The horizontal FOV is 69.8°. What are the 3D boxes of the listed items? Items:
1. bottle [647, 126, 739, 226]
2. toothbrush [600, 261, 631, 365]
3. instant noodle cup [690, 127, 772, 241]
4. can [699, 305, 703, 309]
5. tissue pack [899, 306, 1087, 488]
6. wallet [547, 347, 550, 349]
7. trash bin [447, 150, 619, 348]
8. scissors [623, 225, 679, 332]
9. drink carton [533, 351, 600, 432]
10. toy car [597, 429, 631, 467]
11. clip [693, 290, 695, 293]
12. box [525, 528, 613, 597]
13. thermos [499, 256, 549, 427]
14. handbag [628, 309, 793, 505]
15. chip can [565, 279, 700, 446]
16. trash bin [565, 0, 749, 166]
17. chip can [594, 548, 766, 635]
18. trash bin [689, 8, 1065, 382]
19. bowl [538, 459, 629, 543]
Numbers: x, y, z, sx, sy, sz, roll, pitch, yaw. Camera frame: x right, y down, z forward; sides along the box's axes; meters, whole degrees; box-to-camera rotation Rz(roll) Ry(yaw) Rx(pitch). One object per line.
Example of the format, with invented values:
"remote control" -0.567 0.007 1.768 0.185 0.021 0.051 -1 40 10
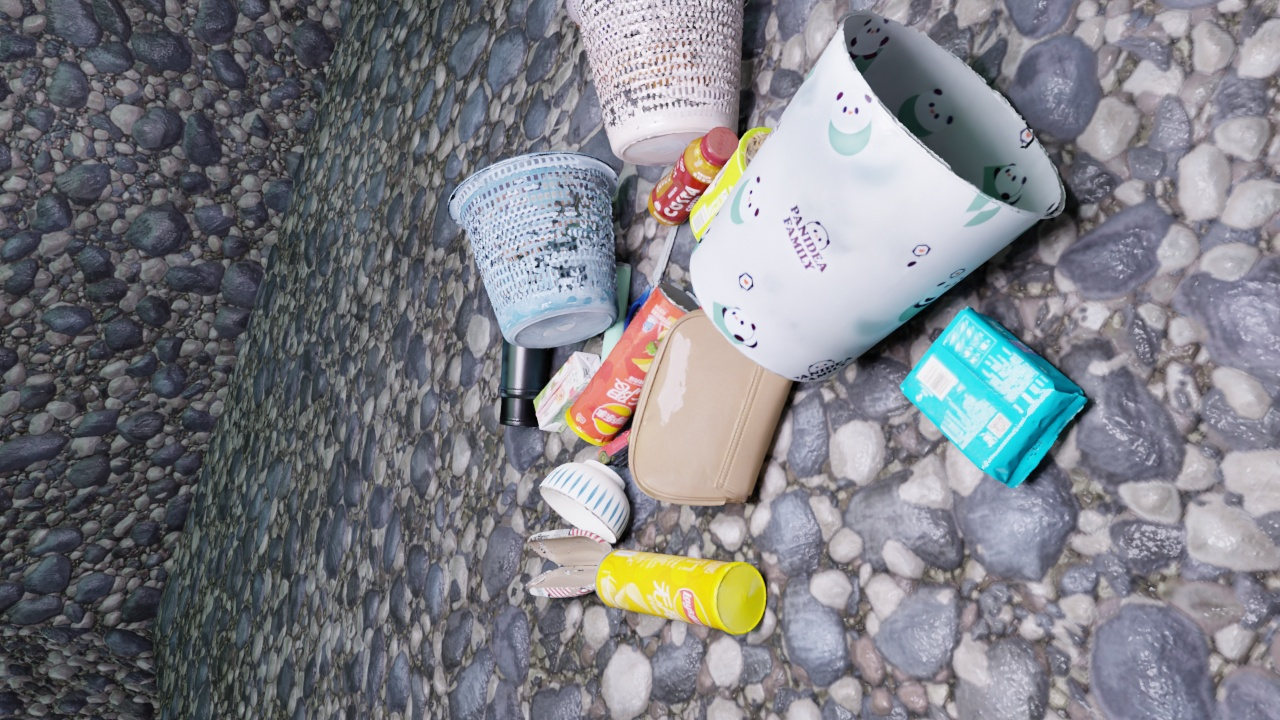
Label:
"bottle" 0.063 -0.215 1.074 0.175 0.057 0.057 142 132 -66
"toothbrush" -0.037 -0.021 1.216 0.026 0.027 0.224 68 -152 -80
"instant noodle cup" 0.118 -0.171 0.996 0.124 0.111 0.111 -39 49 52
"can" 0.088 -0.042 1.030 0.053 0.053 0.133 30 103 53
"tissue pack" 0.285 0.027 0.746 0.093 0.050 0.133 -58 40 22
"wallet" -0.137 -0.076 1.373 0.088 0.024 0.115 -44 49 41
"trash bin" -0.119 -0.128 1.182 0.227 0.226 0.195 -28 69 46
"scissors" 0.014 -0.104 1.188 0.108 0.012 0.174 -11 69 51
"drink carton" -0.101 0.045 1.265 0.123 0.045 0.053 -46 47 36
"toy car" -0.008 0.102 1.119 0.107 0.049 0.031 -36 53 44
"clip" 0.083 -0.095 1.089 0.056 0.013 0.039 -57 41 24
"box" -0.093 0.250 1.167 0.163 0.076 0.088 -21 87 52
"thermos" -0.171 -0.027 1.340 0.090 0.068 0.242 -167 82 -74
"handbag" 0.071 0.052 0.966 0.099 0.148 0.204 -48 -23 -82
"chip can" -0.007 0.007 1.120 0.217 0.073 0.073 -53 42 23
"trash bin" 0.031 -0.344 1.090 0.228 0.227 0.192 -11 83 52
"chip can" 0.037 0.245 0.993 0.214 0.072 0.072 -8 73 52
"trash bin" 0.186 -0.126 0.799 0.253 0.229 0.229 -50 43 41
"bowl" -0.060 0.165 1.129 0.117 0.116 0.066 1 49 54
